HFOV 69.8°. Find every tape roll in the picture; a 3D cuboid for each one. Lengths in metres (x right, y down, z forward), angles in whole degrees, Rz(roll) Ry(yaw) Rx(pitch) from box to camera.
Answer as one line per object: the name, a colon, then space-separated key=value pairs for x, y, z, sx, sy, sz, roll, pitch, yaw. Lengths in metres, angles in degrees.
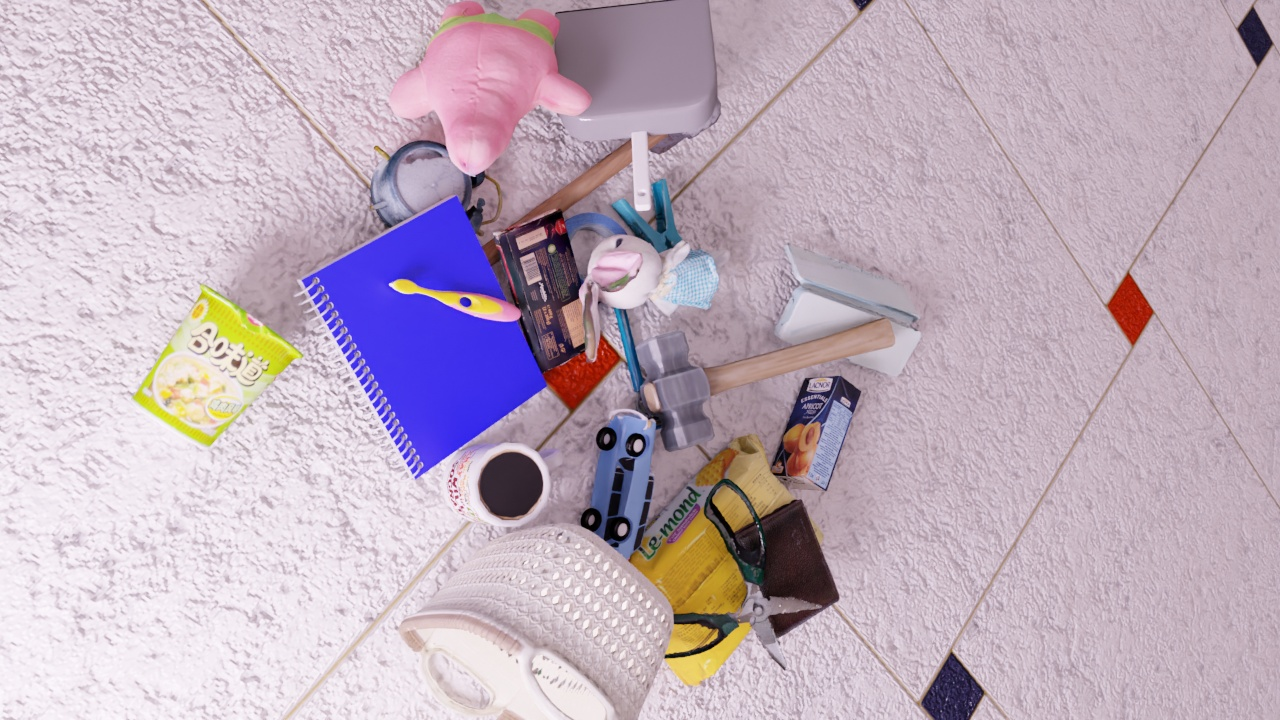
tape roll: x=-0.050 y=-0.109 z=0.963 sx=0.091 sy=0.016 sz=0.093 roll=-43 pitch=105 yaw=-25

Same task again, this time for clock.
clock: x=-0.193 y=-0.161 z=0.874 sx=0.129 sy=0.052 sz=0.090 roll=5 pitch=82 yaw=-32

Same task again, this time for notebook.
notebook: x=-0.195 y=-0.019 z=0.843 sx=0.171 sy=0.022 sz=0.209 roll=-36 pitch=117 yaw=-28

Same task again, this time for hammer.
hammer: x=0.149 y=0.003 z=1.005 sx=0.322 sy=0.051 sz=0.117 roll=-14 pitch=86 yaw=-26
hammer: x=-0.054 y=-0.183 z=0.942 sx=0.327 sy=0.098 sz=0.052 roll=-40 pitch=104 yaw=-17

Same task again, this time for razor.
razor: x=-0.006 y=0.006 z=0.974 sx=0.042 sy=0.022 sz=0.144 roll=-14 pitch=87 yaw=-28

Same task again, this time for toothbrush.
toothbrush: x=-0.167 y=-0.055 z=0.838 sx=0.135 sy=0.016 sz=0.021 roll=13 pitch=86 yaw=-42

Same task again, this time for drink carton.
drink carton: x=0.202 y=0.082 z=1.052 sx=0.040 sy=0.064 sz=0.129 roll=33 pitch=70 yaw=-27

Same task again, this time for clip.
clip: x=0.011 y=-0.124 z=0.995 sx=0.113 sy=0.028 sz=0.127 roll=-40 pitch=104 yaw=-20

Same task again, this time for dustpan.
dustpan: x=-0.004 y=-0.259 z=0.915 sx=0.163 sy=0.033 sz=0.257 roll=-5 pitch=59 yaw=4

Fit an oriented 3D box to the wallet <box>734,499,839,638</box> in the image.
wallet: x=0.151 y=0.217 z=0.954 sx=0.099 sy=0.031 sz=0.120 roll=-21 pitch=93 yaw=-31

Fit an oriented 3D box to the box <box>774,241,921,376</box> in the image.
box: x=0.249 y=-0.060 z=1.109 sx=0.197 sy=0.075 sz=0.125 roll=16 pitch=57 yaw=-29

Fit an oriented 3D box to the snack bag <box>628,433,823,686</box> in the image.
snack bag: x=0.088 y=0.213 z=0.975 sx=0.246 sy=0.068 sz=0.159 roll=-43 pitch=106 yaw=-25

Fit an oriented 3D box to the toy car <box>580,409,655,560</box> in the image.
toy car: x=-0.017 y=0.126 z=0.929 sx=0.054 sy=0.056 sz=0.153 roll=14 pitch=85 yaw=-45

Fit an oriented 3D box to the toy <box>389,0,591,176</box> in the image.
toy: x=-0.142 y=-0.252 z=0.858 sx=0.192 sy=0.097 sz=0.236 roll=1 pitch=51 yaw=0

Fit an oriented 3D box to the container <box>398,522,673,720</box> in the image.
container: x=-0.088 y=0.238 z=0.787 sx=0.184 sy=0.247 sz=0.142 roll=44 pitch=58 yaw=-14

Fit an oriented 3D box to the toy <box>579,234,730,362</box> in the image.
toy: x=0.010 y=-0.094 z=0.932 sx=0.204 sy=0.131 sz=0.105 roll=-21 pitch=62 yaw=-40

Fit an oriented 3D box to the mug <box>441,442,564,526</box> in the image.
mug: x=-0.123 y=0.109 z=0.859 sx=0.105 sy=0.090 sz=0.073 roll=-24 pitch=96 yaw=-28

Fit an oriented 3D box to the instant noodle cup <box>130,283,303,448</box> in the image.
instant noodle cup: x=-0.350 y=0.009 z=0.751 sx=0.099 sy=0.099 sz=0.107 roll=39 pitch=77 yaw=-19

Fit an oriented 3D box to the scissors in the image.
scissors: x=0.072 y=0.234 z=0.904 sx=0.204 sy=0.015 sz=0.201 roll=-26 pitch=91 yaw=-12

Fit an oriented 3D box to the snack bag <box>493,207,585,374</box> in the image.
snack bag: x=-0.091 y=-0.067 z=0.907 sx=0.074 sy=0.018 sz=0.155 roll=-28 pitch=120 yaw=-26
